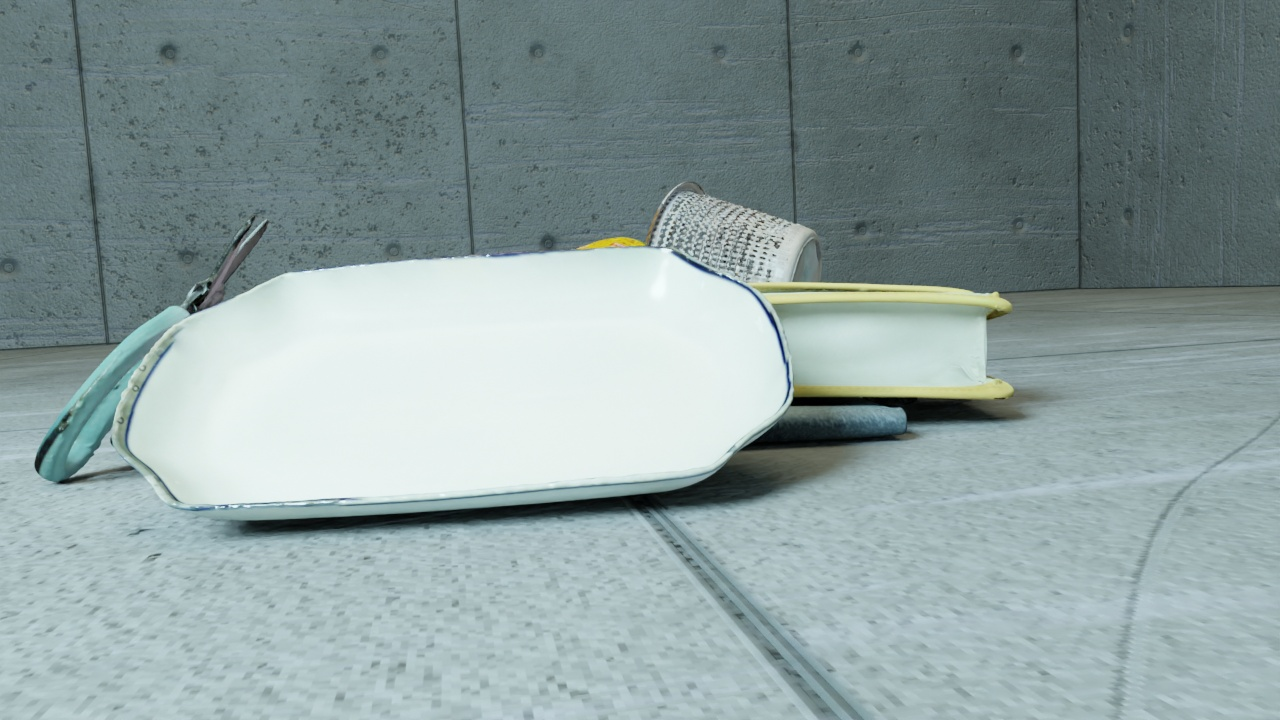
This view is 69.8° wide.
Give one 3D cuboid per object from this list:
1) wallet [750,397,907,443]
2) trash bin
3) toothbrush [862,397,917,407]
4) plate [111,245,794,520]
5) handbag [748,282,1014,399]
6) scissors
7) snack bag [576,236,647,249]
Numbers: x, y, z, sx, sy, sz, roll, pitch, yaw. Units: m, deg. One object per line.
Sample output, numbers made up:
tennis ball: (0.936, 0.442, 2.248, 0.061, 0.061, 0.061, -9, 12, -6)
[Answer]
wallet: (0.080, 0.029, 0.499, 0.097, 0.019, 0.121, -1, 3, 0)
trash bin: (0.133, -0.118, 1.245, 0.192, 0.227, 0.227, 13, 11, 25)
toothbrush: (0.093, 0.021, 0.607, 0.190, 0.014, 0.016, 2, 23, 43)
plate: (-0.072, 0.010, 0.383, 0.265, 0.034, 0.161, -5, 37, -4)
handbag: (0.119, -0.013, 0.552, 0.163, 0.063, 0.178, 1, 2, 3)
scissors: (-0.255, -0.006, 0.505, 0.019, 0.177, 0.169, 34, -20, -8)
snack bag: (-0.062, -0.049, 0.698, 0.129, 0.073, 0.207, 3, 13, 25)
